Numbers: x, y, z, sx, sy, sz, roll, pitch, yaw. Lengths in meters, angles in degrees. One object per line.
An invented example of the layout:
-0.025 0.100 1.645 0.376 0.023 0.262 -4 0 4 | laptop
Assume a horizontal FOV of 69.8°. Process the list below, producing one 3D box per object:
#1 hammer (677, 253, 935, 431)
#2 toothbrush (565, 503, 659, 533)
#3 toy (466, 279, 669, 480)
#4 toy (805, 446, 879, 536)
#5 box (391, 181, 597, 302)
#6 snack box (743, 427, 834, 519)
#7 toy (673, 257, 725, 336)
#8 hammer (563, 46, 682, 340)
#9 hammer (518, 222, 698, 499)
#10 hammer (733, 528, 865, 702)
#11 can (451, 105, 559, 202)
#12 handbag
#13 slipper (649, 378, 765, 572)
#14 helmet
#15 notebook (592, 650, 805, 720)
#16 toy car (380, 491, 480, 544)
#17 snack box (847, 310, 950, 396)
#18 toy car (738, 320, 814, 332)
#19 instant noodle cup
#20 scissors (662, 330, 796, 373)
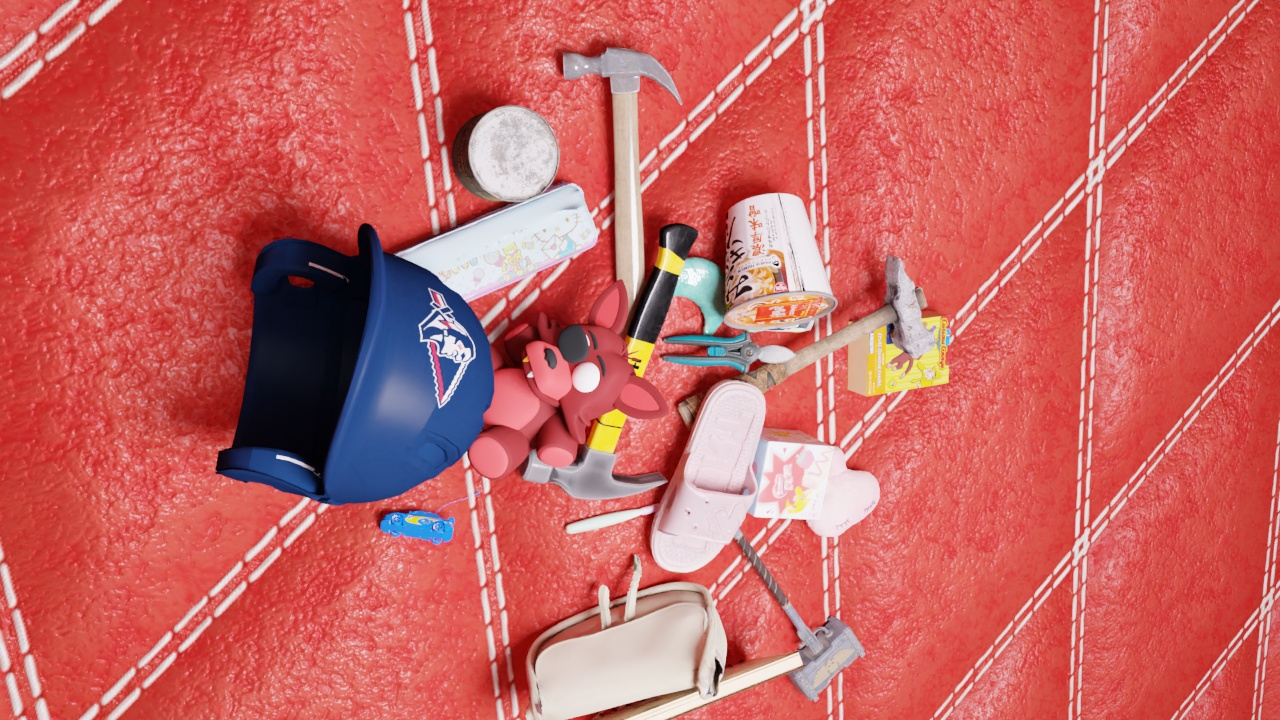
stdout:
0.190 -0.005 1.071 0.318 0.049 0.121 -27 111 -3 | hammer
-0.014 0.181 1.066 0.154 0.015 0.022 -9 135 -22 | toothbrush
-0.086 0.022 0.919 0.197 0.158 0.120 -24 156 12 | toy
0.245 0.164 1.158 0.108 0.053 0.105 -36 98 -11 | toy
-0.147 -0.113 0.936 0.214 0.033 0.076 -26 110 -16 | box
0.165 0.134 1.097 0.094 0.079 0.093 7 98 -24 | snack box
0.056 -0.076 1.034 0.105 0.033 0.085 17 108 -23 | toy
-0.014 -0.158 0.973 0.119 0.030 0.331 -2 105 -1 | hammer
-0.006 0.006 1.003 0.169 0.034 0.325 15 102 -26 | hammer
0.170 0.288 1.153 0.098 0.044 0.322 -39 112 -11 | hammer
-0.134 -0.201 0.901 0.089 0.075 0.090 -5 101 -23 | can
-0.019 0.313 1.012 0.229 0.184 0.132 -14 101 -4 | handbag
0.085 0.140 1.039 0.094 0.064 0.239 15 101 -16 | slipper
-0.235 0.008 0.798 0.223 0.273 0.232 8 66 -16 | helmet
0.061 0.389 1.070 0.225 0.168 0.024 -14 74 -20 | notebook
-0.222 0.158 0.972 0.092 0.061 0.033 12 141 -8 | toy car
0.326 -0.010 1.157 0.125 0.040 0.088 -8 104 -22 | snack box
0.161 -0.056 1.082 0.105 0.033 0.048 0 103 -22 | toy car
0.145 -0.110 1.008 0.123 0.124 0.121 0 74 -23 | instant noodle cup
0.098 -0.016 1.040 0.136 0.019 0.138 -37 86 1 | scissors
